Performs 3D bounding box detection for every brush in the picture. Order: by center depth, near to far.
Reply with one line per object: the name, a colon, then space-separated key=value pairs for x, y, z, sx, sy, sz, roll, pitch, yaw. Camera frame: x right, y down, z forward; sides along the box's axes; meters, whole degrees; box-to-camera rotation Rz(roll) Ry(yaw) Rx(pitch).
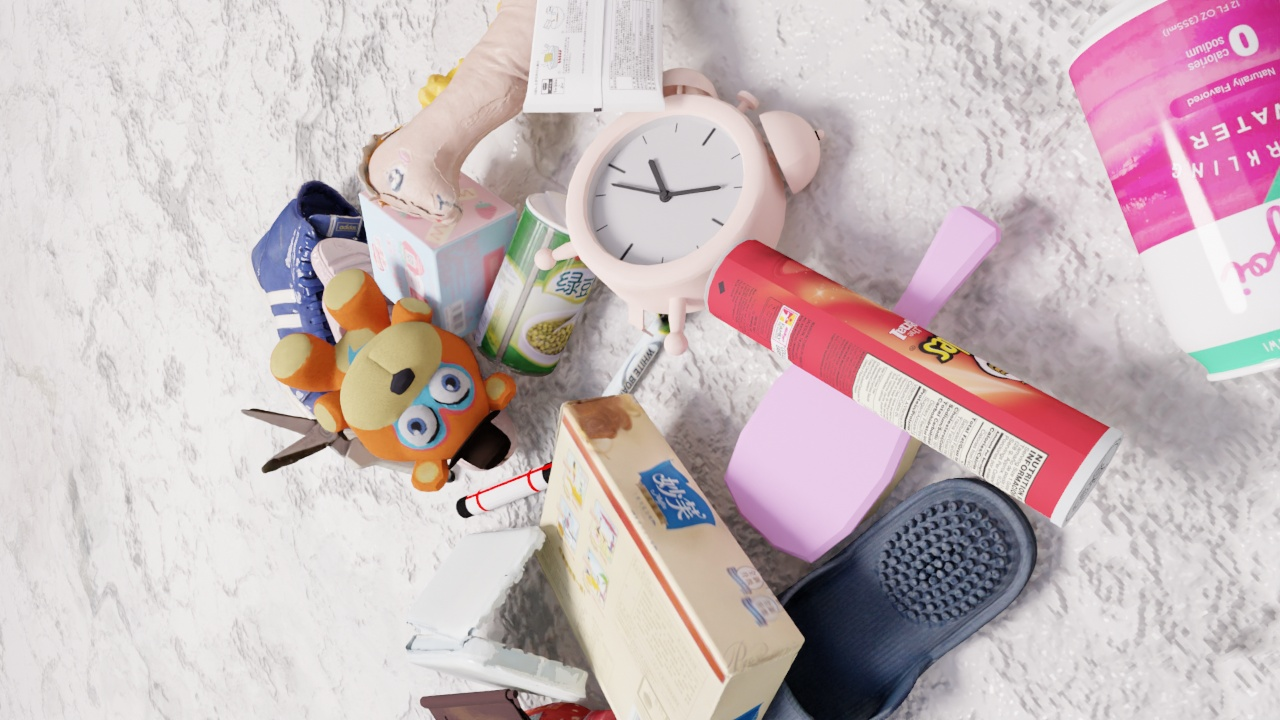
brush: x=0.133 y=0.014 z=0.531 sx=0.089 sy=0.043 sz=0.229 roll=43 pitch=118 yaw=26

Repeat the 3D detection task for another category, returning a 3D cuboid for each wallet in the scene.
wallet: x=-0.097 y=0.282 z=0.658 sx=0.092 sy=0.018 sz=0.115 roll=-17 pitch=112 yaw=33

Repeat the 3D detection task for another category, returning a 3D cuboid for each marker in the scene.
marker: x=-0.004 y=0.004 z=0.653 sx=0.017 sy=0.017 sz=0.147 roll=48 pitch=121 yaw=24
marker: x=-0.096 y=0.100 z=0.732 sx=0.146 sy=0.019 sz=0.019 roll=-25 pitch=80 yaw=37

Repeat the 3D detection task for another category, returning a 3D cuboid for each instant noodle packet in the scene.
instant noodle packet: x=-0.026 y=-0.217 z=0.572 sx=0.087 sy=0.026 sz=0.134 roll=1 pitch=78 yaw=6

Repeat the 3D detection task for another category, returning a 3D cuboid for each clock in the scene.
clock: x=0.027 y=-0.096 z=0.579 sx=0.131 sy=0.086 sz=0.160 roll=34 pitch=94 yaw=30

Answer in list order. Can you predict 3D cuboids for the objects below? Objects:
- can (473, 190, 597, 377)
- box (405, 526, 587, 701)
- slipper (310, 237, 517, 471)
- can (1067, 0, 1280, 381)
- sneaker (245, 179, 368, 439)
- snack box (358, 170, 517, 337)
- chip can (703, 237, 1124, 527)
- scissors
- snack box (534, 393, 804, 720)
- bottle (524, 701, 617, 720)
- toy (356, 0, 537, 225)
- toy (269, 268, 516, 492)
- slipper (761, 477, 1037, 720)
can: x=-0.070 y=-0.055 z=0.666 sx=0.067 sy=0.067 sz=0.121 roll=40 pitch=117 yaw=28
box: x=-0.101 y=0.203 z=0.685 sx=0.105 sy=0.129 sz=0.212 roll=37 pitch=158 yaw=-14
slipper: x=-0.191 y=0.001 z=0.750 sx=0.065 sy=0.094 sz=0.239 roll=-46 pitch=73 yaw=26
can: x=0.256 y=-0.081 z=0.398 sx=0.088 sy=0.088 sz=0.166 roll=-23 pitch=81 yaw=37
sneaker: x=-0.266 y=-0.053 z=0.809 sx=0.119 sy=0.091 sz=0.233 roll=-46 pitch=59 yaw=29
snack box: x=-0.150 y=-0.084 z=0.699 sx=0.095 sy=0.079 sz=0.093 roll=36 pitch=143 yaw=29
chip can: x=0.129 y=0.003 z=0.472 sx=0.215 sy=0.051 sz=0.052 roll=34 pitch=114 yaw=30
scissors: x=-0.219 y=0.057 z=0.737 sx=0.015 sy=0.196 sz=0.179 roll=-29 pitch=117 yaw=27
snack box: x=0.004 y=0.145 z=0.581 sx=0.207 sy=0.055 sz=0.154 roll=54 pitch=143 yaw=38
bottle: x=-0.065 y=0.294 z=0.702 sx=0.138 sy=0.061 sz=0.062 roll=-29 pitch=77 yaw=37
toy: x=-0.109 y=-0.226 z=0.644 sx=0.264 sy=0.065 sz=0.196 roll=-41 pitch=65 yaw=10
toy: x=-0.167 y=0.017 z=0.651 sx=0.176 sy=0.096 sz=0.112 roll=35 pitch=78 yaw=-3
slipper: x=0.114 y=0.168 z=0.540 sx=0.101 sy=0.082 sz=0.264 roll=51 pitch=121 yaw=25
